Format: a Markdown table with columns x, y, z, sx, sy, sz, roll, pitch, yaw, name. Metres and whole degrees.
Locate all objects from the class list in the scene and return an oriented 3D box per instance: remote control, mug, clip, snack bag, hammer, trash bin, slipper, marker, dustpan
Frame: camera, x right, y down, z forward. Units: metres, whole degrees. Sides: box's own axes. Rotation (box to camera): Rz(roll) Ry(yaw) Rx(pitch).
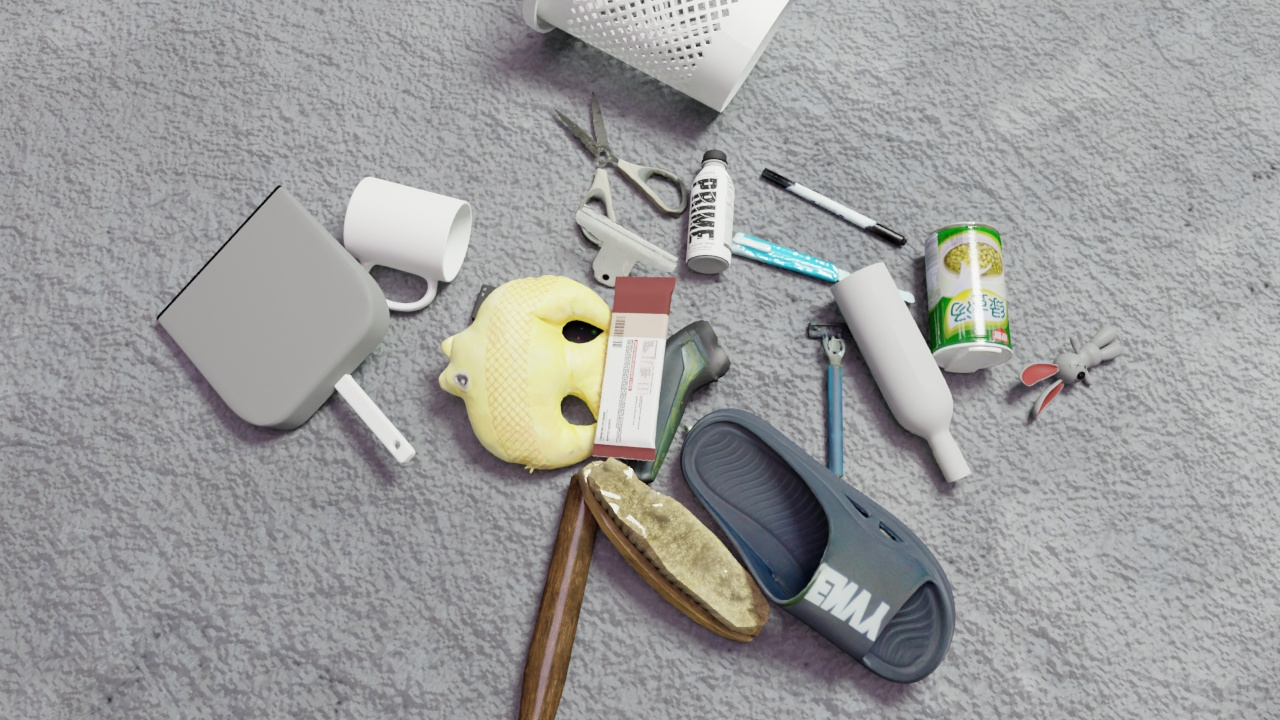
| x | y | z | sx | sy | sz | roll | pitch | yaw | name |
| --- | --- | --- | --- | --- | --- | --- | --- | --- | --- |
| -0.076 | -0.033 | 0.827 | 0.150 | 0.013 | 0.034 | 15 | 72 | 3 | remote control |
| -0.211 | -0.099 | 0.821 | 0.090 | 0.073 | 0.110 | 15 | 98 | 3 | mug |
| -0.017 | -0.101 | 0.839 | 0.102 | 0.052 | 0.057 | 29 | 56 | -4 | clip |
| -0.005 | 0.005 | 0.773 | 0.057 | 0.013 | 0.157 | 2 | 77 | 21 | snack bag |
| -0.110 | 0.229 | 0.729 | 0.218 | 0.037 | 0.300 | 11 | 71 | 2 | hammer |
| 0.028 | -0.344 | 0.853 | 0.199 | 0.196 | 0.195 | 33 | 73 | -1 | trash bin |
| 0.134 | 0.142 | 0.721 | 0.268 | 0.083 | 0.111 | 43 | 104 | 14 | slipper |
| 0.184 | -0.146 | 0.874 | 0.152 | 0.011 | 0.011 | 28 | 73 | 8 | marker |
| -0.282 | -0.007 | 0.784 | 0.163 | 0.033 | 0.257 | -46 | 72 | 3 | dustpan |

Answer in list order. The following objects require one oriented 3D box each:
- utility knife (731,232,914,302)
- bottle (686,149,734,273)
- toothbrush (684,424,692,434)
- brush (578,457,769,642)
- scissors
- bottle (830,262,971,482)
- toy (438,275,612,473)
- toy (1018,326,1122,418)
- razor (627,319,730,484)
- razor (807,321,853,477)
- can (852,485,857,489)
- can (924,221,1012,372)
| x | y | z | sx | sy | sz | roll | pitch | yaw | name |
| --- | --- | --- | --- | --- | --- | --- | --- | --- | --- |
| 0.167 | -0.082 | 0.849 | 0.179 | 0.015 | 0.022 | 20 | 73 | 6 | utility knife |
| 0.066 | -0.141 | 0.853 | 0.041 | 0.041 | 0.116 | 5 | 72 | 0 | bottle |
| 0.107 | 0.119 | 0.783 | 0.189 | 0.016 | 0.017 | 43 | 64 | 11 | toothbrush |
| 0.027 | 0.152 | 0.741 | 0.195 | 0.043 | 0.059 | 45 | 58 | 2 | brush |
| -0.024 | -0.180 | 0.877 | 0.166 | 0.013 | 0.157 | 15 | 71 | 3 | scissors |
| 0.232 | 0.013 | 0.799 | 0.052 | 0.052 | 0.195 | -23 | 80 | -9 | bottle |
| -0.093 | 0.010 | 0.783 | 0.154 | 0.065 | 0.170 | 5 | 84 | -11 | toy |
| 0.384 | 0.007 | 0.820 | 0.111 | 0.030 | 0.049 | -29 | 104 | -13 | toy |
| 0.030 | 0.037 | 0.787 | 0.067 | 0.054 | 0.151 | 17 | 77 | 13 | razor |
| 0.171 | 0.032 | 0.810 | 0.042 | 0.022 | 0.143 | 2 | 72 | 0 | razor |
| 0.193 | 0.146 | 0.764 | 0.038 | 0.038 | 0.079 | -42 | 78 | -14 | can |
| 0.291 | -0.055 | 0.818 | 0.067 | 0.067 | 0.120 | 3 | 71 | -1 | can |
